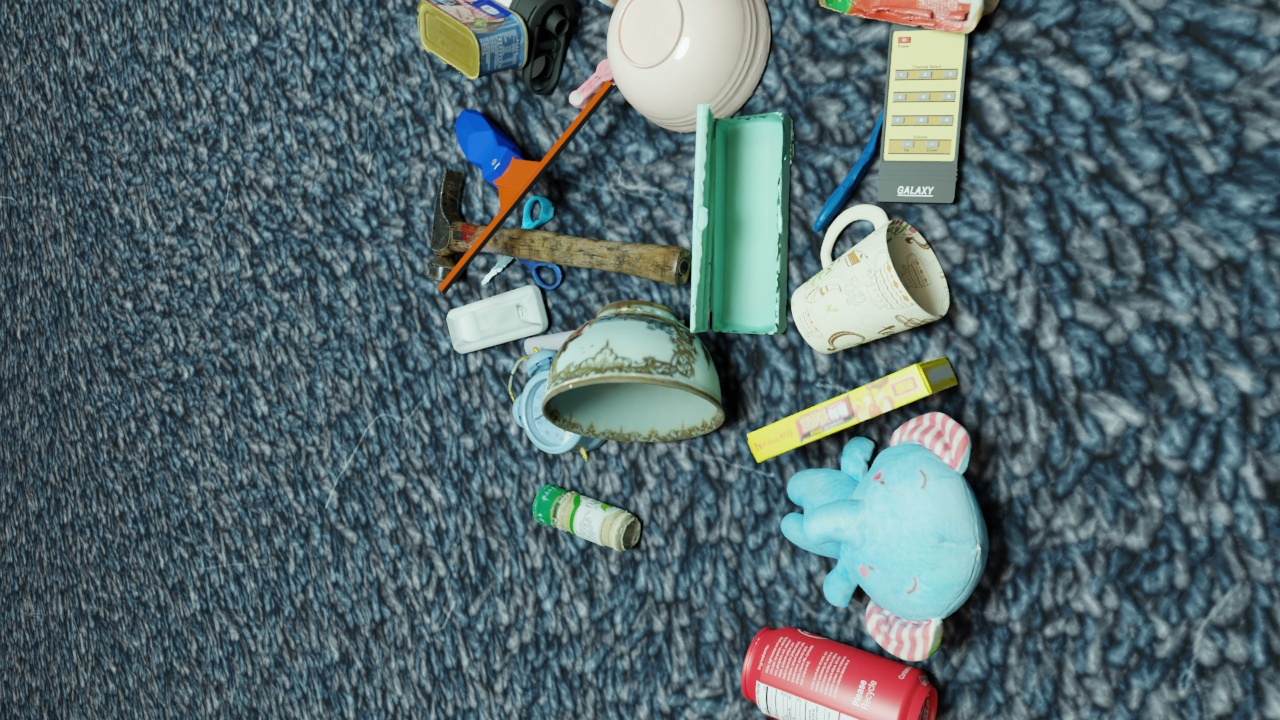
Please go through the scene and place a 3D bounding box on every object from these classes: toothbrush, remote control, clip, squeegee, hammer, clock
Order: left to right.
[{"bbox_3d":[-0.149,-0.209,0.903,0.250,0.055,0.184,-48,39,12],"label":"squeegee"},{"bbox_3d":[-0.153,-0.041,0.960,0.134,0.022,0.050,-13,93,36],"label":"remote control"},{"bbox_3d":[-0.090,-0.118,0.889,0.331,0.033,0.120,12,100,37],"label":"hammer"},{"bbox_3d":[-0.083,0.042,0.904,0.124,0.051,0.089,34,113,28],"label":"clock"},{"bbox_3d":[-0.045,-0.260,0.867,0.023,0.043,0.060,57,134,14],"label":"clip"},{"bbox_3d":[-0.037,-0.024,0.887,0.188,0.018,0.019,-8,99,35],"label":"toothbrush"},{"bbox_3d":[0.176,-0.158,0.728,0.016,0.021,0.132,38,110,23],"label":"toothbrush"},{"bbox_3d":[0.213,-0.186,0.694,0.058,0.013,0.133,4,96,18],"label":"remote control"}]

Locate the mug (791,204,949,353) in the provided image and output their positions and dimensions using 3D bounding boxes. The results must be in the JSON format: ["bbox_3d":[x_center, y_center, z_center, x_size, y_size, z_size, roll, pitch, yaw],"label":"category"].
[{"bbox_3d":[0.170,-0.068,0.716,0.097,0.081,0.121,-29,56,40],"label":"mug"}]

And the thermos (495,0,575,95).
[{"bbox_3d":[-0.158,-0.369,0.922,0.230,0.068,0.101,42,128,24],"label":"thermos"}]

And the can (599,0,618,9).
[{"bbox_3d":[-0.012,-0.383,0.815,0.066,0.066,0.125,51,119,21],"label":"can"}]

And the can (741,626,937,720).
[{"bbox_3d":[0.159,0.266,0.737,0.143,0.074,0.074,10,99,34],"label":"can"}]

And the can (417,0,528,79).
[{"bbox_3d":[-0.160,-0.308,0.865,0.100,0.058,0.054,38,140,28],"label":"can"}]

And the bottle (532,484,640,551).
[{"bbox_3d":[-0.053,0.154,0.897,0.110,0.042,0.043,13,101,33],"label":"bottle"}]

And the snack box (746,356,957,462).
[{"bbox_3d":[0.164,0.039,0.717,0.153,0.075,0.025,-27,79,33],"label":"snack box"}]

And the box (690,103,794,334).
[{"bbox_3d":[0.071,-0.114,0.762,0.077,0.091,0.188,6,96,36],"label":"box"}]

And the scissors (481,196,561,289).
[{"bbox_3d":[-0.125,-0.105,0.945,0.130,0.014,0.117,-36,75,31],"label":"scissors"}]

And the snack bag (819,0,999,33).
[{"bbox_3d":[0.195,-0.296,0.691,0.155,0.044,0.087,27,89,31],"label":"snack bag"}]

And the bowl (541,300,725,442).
[{"bbox_3d":[-0.005,0.005,0.799,0.160,0.159,0.093,-14,63,35],"label":"bowl"}]

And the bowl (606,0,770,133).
[{"bbox_3d":[0.027,-0.277,0.789,0.153,0.076,0.153,2,94,35],"label":"bowl"}]

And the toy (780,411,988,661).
[{"bbox_3d":[0.174,0.124,0.704,0.181,0.114,0.183,7,88,46],"label":"toy"}]
